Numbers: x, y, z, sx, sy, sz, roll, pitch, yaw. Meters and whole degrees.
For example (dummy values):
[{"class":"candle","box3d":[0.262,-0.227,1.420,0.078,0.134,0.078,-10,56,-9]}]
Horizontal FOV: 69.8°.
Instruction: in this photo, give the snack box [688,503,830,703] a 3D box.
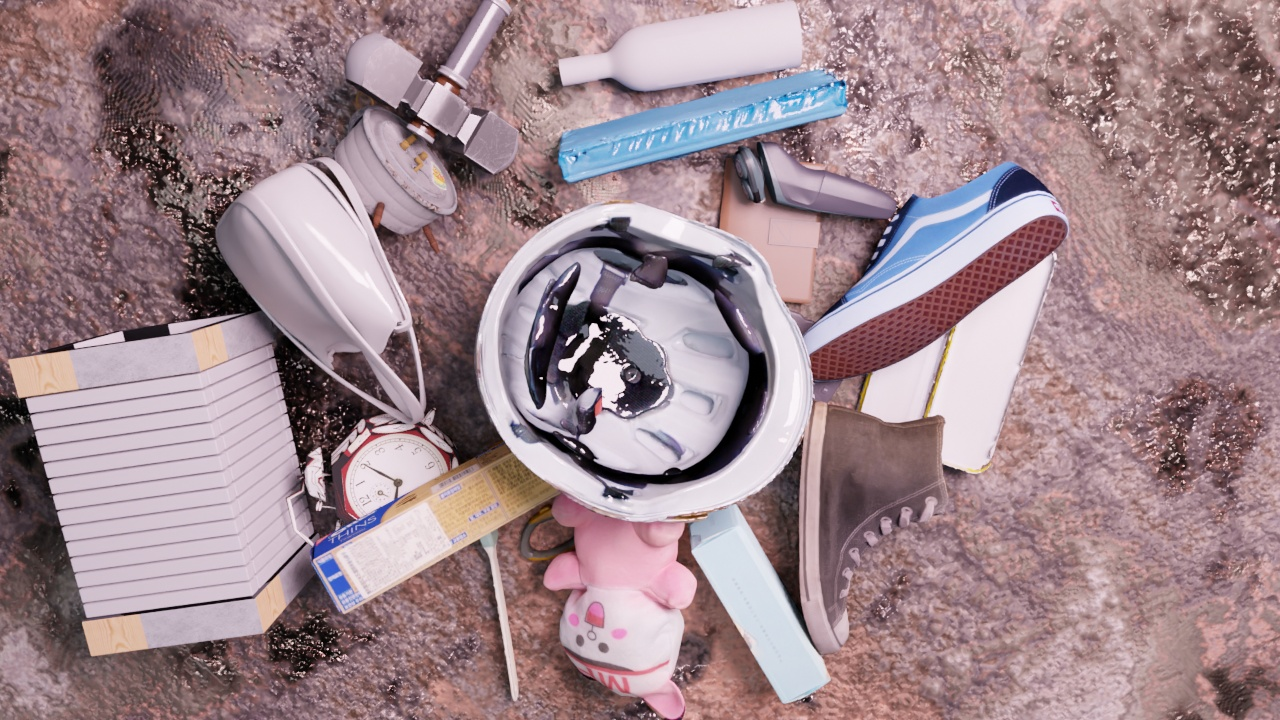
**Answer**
[{"class":"snack box","box3d":[0.106,0.216,0.833,0.053,0.075,0.174,-29,100,6]}]

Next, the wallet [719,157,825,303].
[{"class":"wallet","box3d":[0.112,-0.113,0.800,0.087,0.013,0.121,5,97,0]}]

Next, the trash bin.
[{"class":"trash bin","box3d":[-0.388,0.096,0.781,0.142,0.142,0.247,-8,101,2]}]

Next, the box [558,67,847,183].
[{"class":"box","box3d":[0.045,-0.193,0.747,0.231,0.093,0.048,-13,101,4]}]

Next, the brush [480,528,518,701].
[{"class":"brush","box3d":[-0.132,0.220,0.859,0.012,0.033,0.218,-7,102,2]}]

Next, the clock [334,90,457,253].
[{"class":"clock","box3d":[-0.205,-0.166,0.758,0.056,0.103,0.147,-34,69,16]}]

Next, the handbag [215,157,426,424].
[{"class":"handbag","box3d":[-0.246,-0.043,0.756,0.095,0.216,0.222,-41,107,-30]}]

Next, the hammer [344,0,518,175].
[{"class":"hammer","box3d":[-0.096,-0.320,0.737,0.156,0.043,0.322,30,91,-36]}]

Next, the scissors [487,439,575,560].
[{"class":"scissors","box3d":[-0.037,0.092,0.840,0.226,0.016,0.162,-33,99,6]}]

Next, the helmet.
[{"class":"helmet","box3d":[-0.004,0.004,0.748,0.264,0.164,0.236,23,86,-12]}]

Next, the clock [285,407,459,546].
[{"class":"clock","box3d":[-0.236,0.110,0.817,0.154,0.065,0.115,-28,107,-12]}]

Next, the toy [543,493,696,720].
[{"class":"toy","box3d":[-0.014,0.210,0.817,0.142,0.084,0.213,7,107,28]}]

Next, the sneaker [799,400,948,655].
[{"class":"sneaker","box3d":[0.199,0.152,0.800,0.120,0.095,0.235,3,100,12]}]

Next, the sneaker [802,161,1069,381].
[{"class":"sneaker","box3d":[0.226,-0.075,0.769,0.242,0.098,0.083,-36,137,23]}]

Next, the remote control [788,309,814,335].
[{"class":"remote control","box3d":[0.117,0.015,0.826,0.046,0.009,0.124,29,100,-5]}]

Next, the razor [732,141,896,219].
[{"class":"razor","box3d":[0.146,-0.147,0.768,0.143,0.047,0.052,13,101,-5]}]

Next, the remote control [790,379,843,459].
[{"class":"remote control","box3d":[0.157,0.025,0.825,0.032,0.015,0.136,30,101,-5]}]

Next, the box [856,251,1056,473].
[{"class":"box","box3d":[0.272,-0.013,0.807,0.130,0.038,0.210,16,100,10]}]

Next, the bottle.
[{"class":"bottle","box3d":[0.031,-0.252,0.755,0.195,0.052,0.052,-9,101,3]}]

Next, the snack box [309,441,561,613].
[{"class":"snack box","box3d":[-0.171,0.133,0.778,0.206,0.057,0.056,-28,104,-13]}]
